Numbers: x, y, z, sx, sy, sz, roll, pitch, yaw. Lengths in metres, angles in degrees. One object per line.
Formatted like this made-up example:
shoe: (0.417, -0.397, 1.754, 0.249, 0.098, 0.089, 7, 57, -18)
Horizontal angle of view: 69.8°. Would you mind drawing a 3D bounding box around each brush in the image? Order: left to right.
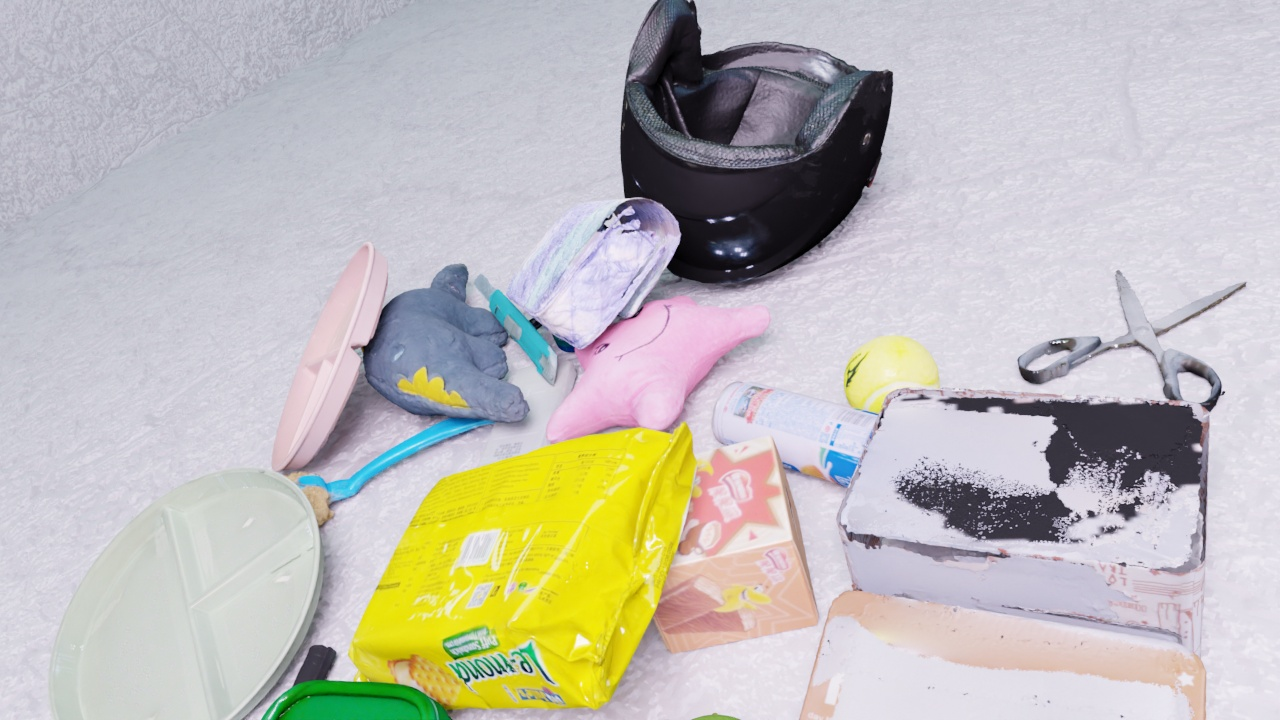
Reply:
brush: (-0.237, 0.095, 0.794, 0.254, 0.046, 0.083, -25, 32, -14)

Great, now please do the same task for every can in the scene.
can: (0.116, 0.052, 0.640, 0.135, 0.053, 0.053, 15, 48, 43)

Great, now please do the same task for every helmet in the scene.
helmet: (0.102, -0.203, 0.858, 0.233, 0.231, 0.273, 32, 42, 21)

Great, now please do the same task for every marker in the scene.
marker: (-0.229, 0.243, 0.595, 0.022, 0.020, 0.131, -18, 32, 18)

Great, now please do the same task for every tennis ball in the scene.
tennis ball: (0.177, 0.015, 0.647, 0.065, 0.065, 0.065, -15, 34, 10)

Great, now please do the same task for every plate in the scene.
plate: (-0.334, 0.184, 0.683, 0.230, 0.027, 0.229, -13, 50, 16)
plate: (-0.289, -0.002, 0.861, 0.230, 0.028, 0.229, -45, 33, 39)

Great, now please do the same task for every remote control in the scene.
remote control: (-0.096, 0.053, 0.788, 0.058, 0.021, 0.149, -10, 35, 17)

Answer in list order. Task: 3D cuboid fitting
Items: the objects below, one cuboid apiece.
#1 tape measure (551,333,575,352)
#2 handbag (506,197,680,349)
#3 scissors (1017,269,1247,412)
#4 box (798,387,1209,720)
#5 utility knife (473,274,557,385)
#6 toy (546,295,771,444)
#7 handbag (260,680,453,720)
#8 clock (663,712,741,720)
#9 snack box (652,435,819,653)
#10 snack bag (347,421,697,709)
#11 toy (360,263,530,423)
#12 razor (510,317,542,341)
tape measure: (-0.059, -0.033, 0.887, 0.058, 0.025, 0.054, -13, 33, 15)
handbag: (-0.045, -0.082, 0.808, 0.134, 0.075, 0.194, -52, 19, -2)
scissors: (0.355, -0.018, 0.640, 0.177, 0.014, 0.159, -25, 33, -6)
box: (0.184, 0.129, 0.464, 0.178, 0.088, 0.261, 2, 39, 32)
utility knife: (-0.121, -0.036, 0.864, 0.013, 0.029, 0.193, 9, 24, -38)
toy: (-0.004, 0.004, 0.758, 0.194, 0.074, 0.179, -43, 31, -27)
handbag: (-0.166, 0.247, 0.519, 0.131, 0.068, 0.120, -4, 44, 23)
clock: (0.026, 0.228, 0.414, 0.116, 0.056, 0.161, -44, 32, -3)
snack box: (0.051, 0.113, 0.568, 0.094, 0.077, 0.092, -15, 34, 10)
snack bag: (-0.078, 0.124, 0.552, 0.247, 0.068, 0.157, -21, 37, 43)
toy: (-0.194, -0.016, 0.873, 0.137, 0.091, 0.356, -15, 27, -9)
razor: (-0.088, -0.053, 0.925, 0.043, 0.022, 0.142, 15, 37, 22)
